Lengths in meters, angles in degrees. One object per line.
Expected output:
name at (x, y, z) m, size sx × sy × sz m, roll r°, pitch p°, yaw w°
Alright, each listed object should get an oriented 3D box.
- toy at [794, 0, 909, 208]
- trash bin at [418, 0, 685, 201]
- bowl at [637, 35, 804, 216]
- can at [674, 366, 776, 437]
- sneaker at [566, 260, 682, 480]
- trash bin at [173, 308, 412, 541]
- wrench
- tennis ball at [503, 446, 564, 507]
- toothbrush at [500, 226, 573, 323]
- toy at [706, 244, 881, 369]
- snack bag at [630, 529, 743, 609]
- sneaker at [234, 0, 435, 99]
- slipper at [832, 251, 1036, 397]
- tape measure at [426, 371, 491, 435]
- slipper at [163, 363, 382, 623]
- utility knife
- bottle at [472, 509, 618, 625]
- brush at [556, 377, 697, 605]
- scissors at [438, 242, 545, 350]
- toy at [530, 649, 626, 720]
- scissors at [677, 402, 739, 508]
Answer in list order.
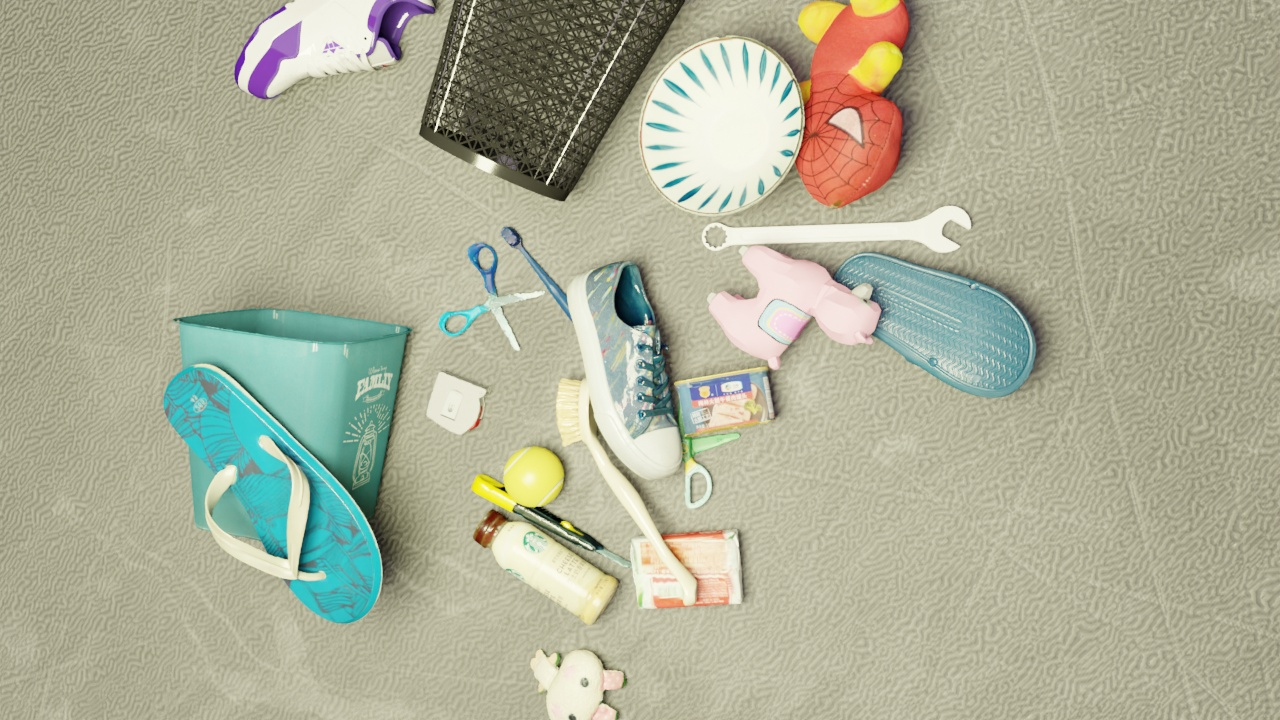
toy at (0.207, -0.256, 0.901) m, size 0.098 × 0.148 × 0.216 m, roll 3°, pitch 89°, yaw -19°
trash bin at (-0.099, -0.306, 0.918) m, size 0.217 × 0.216 × 0.243 m, roll 28°, pitch 102°, yaw 9°
bowl at (0.091, -0.232, 0.936) m, size 0.178 × 0.070 × 0.177 m, roll 1°, pitch 92°, yaw 27°
can at (0.089, 0.043, 0.953) m, size 0.100 × 0.054 × 0.059 m, roll -11°, pitch 85°, yaw 7°
sneaker at (-0.006, 0.006, 0.941) m, size 0.079 × 0.087 × 0.235 m, roll -29°, pitch 76°, yaw 42°
trash bin at (-0.370, 0.065, 0.981) m, size 0.199 × 0.196 × 0.219 m, roll 8°, pitch 99°, yaw 10°
wrench at (0.201, -0.133, 0.957) m, size 0.273 × 0.009 × 0.047 m, roll 0°, pitch 91°, yaw 10°
tennis ball at (-0.115, 0.125, 0.989) m, size 0.065 × 0.065 × 0.065 m, roll 0°, pitch 91°, yaw 10°
toothbrush at (-0.092, -0.074, 1.007) m, size 0.016 × 0.017 × 0.190 m, roll -40°, pitch 84°, yaw 9°
toy at (0.155, -0.049, 0.920) m, size 0.157 × 0.067 × 0.123 m, roll 38°, pitch 105°, yaw 23°
snack bag at (0.050, 0.222, 0.975) m, size 0.116 × 0.036 × 0.077 m, roll -6°, pitch 89°, yaw 11°
sneaker at (-0.329, -0.354, 1.017) m, size 0.244 × 0.091 × 0.111 m, roll -39°, pitch 93°, yaw 9°
slipper at (0.291, -0.042, 0.919) m, size 0.214 × 0.059 × 0.104 m, roll 32°, pitch 92°, yaw 23°
tape measure at (-0.205, 0.048, 1.028) m, size 0.060 × 0.020 × 0.062 m, roll 21°, pitch 94°, yaw 9°
slipper at (-0.352, 0.132, 0.872) m, size 0.118 × 0.060 × 0.295 m, roll -36°, pitch 96°, yaw 11°
utility knife at (-0.095, 0.179, 1.007) m, size 0.203 × 0.028 × 0.020 m, roll 28°, pitch 101°, yaw 7°
bottle at (-0.105, 0.220, 0.993) m, size 0.162 × 0.056 × 0.056 m, roll 31°, pitch 96°, yaw 8°
brush at (-0.014, 0.133, 0.960) m, size 0.077 × 0.062 × 0.272 m, roll -33°, pitch 77°, yaw 15°
scissors at (-0.169, -0.071, 1.023) m, size 0.127 × 0.014 × 0.133 m, roll -9°, pitch 88°, yaw 10°
toy at (-0.072, 0.355, 0.996) m, size 0.112 × 0.050 × 0.087 m, roll 21°, pitch 94°, yaw 4°
scissors at (0.046, 0.099, 0.987) m, size 0.125 × 0.011 × 0.131 m, roll -13°, pitch 86°, yaw 8°
